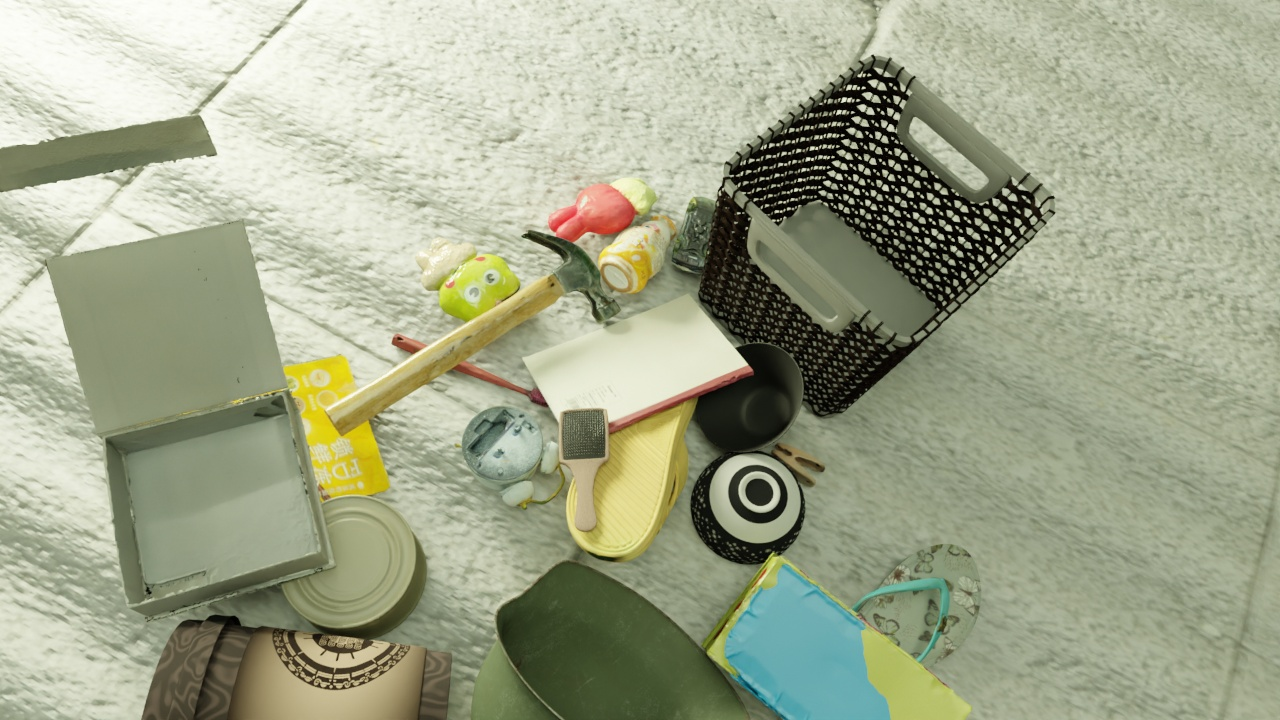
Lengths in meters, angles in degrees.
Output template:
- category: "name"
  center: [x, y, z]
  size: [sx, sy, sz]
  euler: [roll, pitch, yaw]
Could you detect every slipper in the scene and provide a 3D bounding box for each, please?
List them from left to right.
- category: "slipper"
  center: [-0.001, 0.106, 0.948]
  size: [0.099, 0.078, 0.262]
  euler: [8, 47, 16]
- category: "slipper"
  center: [0.249, 0.279, 0.915]
  size: [0.268, 0.055, 0.098]
  euler: [-32, 76, -17]

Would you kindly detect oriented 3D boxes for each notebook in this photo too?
- category: "notebook"
  center: [-0.006, 0.006, 0.992]
  size: [0.208, 0.012, 0.153]
  euler: [-21, 45, -14]

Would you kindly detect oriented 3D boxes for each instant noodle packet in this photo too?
- category: "instant noodle packet"
  center: [-0.381, 0.094, 0.918]
  size: [0.221, 0.084, 0.163]
  euler: [-18, 69, -20]

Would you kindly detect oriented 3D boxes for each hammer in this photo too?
- category: "hammer"
  center: [-0.183, -0.025, 0.978]
  size: [0.329, 0.033, 0.132]
  euler: [-34, 97, -22]

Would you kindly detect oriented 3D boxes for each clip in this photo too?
- category: "clip"
  center: [0.166, 0.117, 0.994]
  size: [0.061, 0.025, 0.045]
  euler: [25, 64, 13]

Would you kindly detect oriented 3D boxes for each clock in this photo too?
- category: "clock"
  center: [-0.131, 0.101, 0.947]
  size: [0.117, 0.057, 0.083]
  euler: [38, 67, 10]

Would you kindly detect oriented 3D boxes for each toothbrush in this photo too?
- category: "toothbrush"
  center: [-0.184, 0.010, 1.003]
  size: [0.190, 0.016, 0.016]
  euler: [22, 66, 3]

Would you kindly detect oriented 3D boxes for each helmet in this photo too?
- category: "helmet"
  center: [-0.049, 0.303, 0.786]
  size: [0.154, 0.267, 0.227]
  euler: [-51, 50, 5]

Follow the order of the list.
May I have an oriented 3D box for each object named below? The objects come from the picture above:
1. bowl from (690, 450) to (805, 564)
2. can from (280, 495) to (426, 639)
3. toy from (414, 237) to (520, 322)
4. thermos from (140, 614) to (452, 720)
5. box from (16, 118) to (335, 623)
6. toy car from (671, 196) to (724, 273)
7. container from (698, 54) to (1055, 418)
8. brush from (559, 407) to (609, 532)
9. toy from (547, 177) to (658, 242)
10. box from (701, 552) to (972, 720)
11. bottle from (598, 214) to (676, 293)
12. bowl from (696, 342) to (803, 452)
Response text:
- category: "bowl"
  center: [0.116, 0.145, 0.950]
  size: [0.120, 0.066, 0.120]
  euler: [2, 66, -6]
- category: "can"
  center: [-0.273, 0.198, 0.878]
  size: [0.127, 0.073, 0.127]
  euler: [2, 66, -5]
- category: "toy"
  center: [-0.200, -0.096, 1.033]
  size: [0.118, 0.043, 0.092]
  euler: [39, 69, 12]
- category: "thermos"
  center: [-0.282, 0.310, 0.784]
  size: [0.226, 0.173, 0.172]
  euler: [6, 66, -11]
- category: "box"
  center: [-0.409, 0.008, 0.828]
  size: [0.166, 0.108, 0.418]
  euler: [-15, 83, -16]
- category: "toy car"
  center: [0.069, -0.148, 1.093]
  size: [0.048, 0.033, 0.105]
  euler: [17, 61, 3]
- category: "container"
  center: [0.225, -0.114, 0.979]
  size: [0.245, 0.244, 0.247]
  euler: [-39, 76, -20]
- category: "brush"
  center: [-0.054, 0.102, 0.889]
  size: [0.050, 0.015, 0.135]
  euler: [-3, 54, 0]
- category: "toy"
  center: [-0.044, -0.176, 1.076]
  size: [0.135, 0.045, 0.091]
  euler: [-29, 38, -16]
- category: "box"
  center: [0.178, 0.293, 0.858]
  size: [0.221, 0.079, 0.124]
  euler: [36, 81, 11]
- category: "bottle"
  center: [0.000, -0.126, 1.059]
  size: [0.063, 0.063, 0.108]
  euler: [35, 55, 9]
- category: "bowl"
  center: [0.127, 0.048, 0.990]
  size: [0.124, 0.052, 0.123]
  euler: [-14, 61, 27]
